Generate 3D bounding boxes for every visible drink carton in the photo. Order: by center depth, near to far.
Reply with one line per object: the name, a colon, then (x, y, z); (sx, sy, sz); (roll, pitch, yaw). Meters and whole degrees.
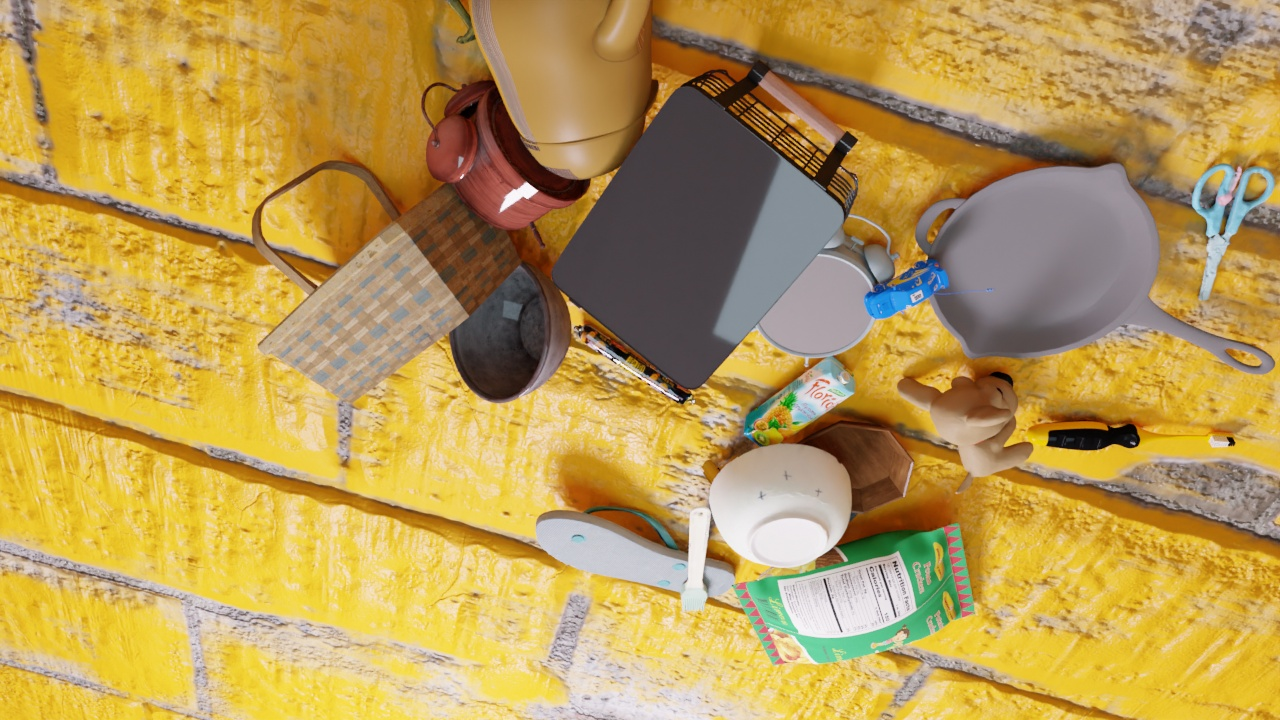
drink carton: (0.164, 0.045, 0.951); (0.044, 0.038, 0.129); (39, 124, -17)

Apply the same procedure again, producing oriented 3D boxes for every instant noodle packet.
instant noodle packet: (0.252, 0.277, 1.060); (0.253, 0.090, 0.196); (-18, 132, 10)

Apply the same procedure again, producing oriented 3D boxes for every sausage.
sausage: (-0.006, 0.006, 0.969); (0.155, 0.020, 0.020); (33, 125, -13)

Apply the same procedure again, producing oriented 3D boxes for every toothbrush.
toothbrush: (0.489, 0.076, 0.917); (0.197, 0.030, 0.031); (1, 129, 6)

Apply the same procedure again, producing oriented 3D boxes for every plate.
plate: (0.229, 0.111, 0.994); (0.131, 0.025, 0.131); (6, 126, 7)

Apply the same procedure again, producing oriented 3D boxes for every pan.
pan: (0.414, -0.064, 0.829); (0.354, 0.024, 0.217); (23, 127, -4)

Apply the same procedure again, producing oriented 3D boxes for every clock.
clock: (-0.120, -0.183, 0.795); (0.072, 0.120, 0.157); (-29, 124, 36)
clock: (0.170, -0.070, 0.863); (0.122, 0.045, 0.160); (27, 127, -10)

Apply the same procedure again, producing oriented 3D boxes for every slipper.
slipper: (-0.009, 0.229, 1.122); (0.268, 0.054, 0.098); (24, 130, -20)

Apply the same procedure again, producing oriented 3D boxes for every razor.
razor: (-0.167, -0.314, 0.764); (0.026, 0.042, 0.106); (-31, 105, 31)

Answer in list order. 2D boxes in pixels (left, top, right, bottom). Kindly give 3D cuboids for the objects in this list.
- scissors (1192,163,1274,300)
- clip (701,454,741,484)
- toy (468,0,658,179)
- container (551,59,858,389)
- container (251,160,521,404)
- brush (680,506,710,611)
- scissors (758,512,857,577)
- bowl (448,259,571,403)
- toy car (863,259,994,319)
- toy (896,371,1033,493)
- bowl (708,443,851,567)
scissors: (0.503, -0.108, 0.792); (0.063, 0.015, 0.139); (-5, 130, 10)
clip: (0.100, 0.131, 1.030); (0.047, 0.053, 0.039); (-25, 123, -8)
toy: (-0.048, -0.244, 0.718); (0.199, 0.162, 0.204); (24, 134, 43)
container: (0.057, -0.113, 0.776); (0.163, 0.130, 0.242); (39, 120, 0)
container: (-0.255, -0.093, 0.850); (0.251, 0.157, 0.186); (-30, 107, 37)
brush: (0.066, 0.238, 1.085); (0.033, 0.012, 0.218); (-1, 135, -1)
scissors: (0.190, 0.212, 1.061); (0.019, 0.129, 0.138); (56, 165, 16)
bowl: (-0.120, -0.032, 0.913); (0.145, 0.067, 0.145); (2, 93, 40)
toy car: (0.252, -0.055, 0.809); (0.092, 0.062, 0.033); (-30, 127, 2)
toy: (0.331, 0.064, 0.902); (0.105, 0.134, 0.108); (-40, 117, -14)
bowl: (0.152, 0.165, 0.971); (0.153, 0.072, 0.154); (0, 129, 0)
